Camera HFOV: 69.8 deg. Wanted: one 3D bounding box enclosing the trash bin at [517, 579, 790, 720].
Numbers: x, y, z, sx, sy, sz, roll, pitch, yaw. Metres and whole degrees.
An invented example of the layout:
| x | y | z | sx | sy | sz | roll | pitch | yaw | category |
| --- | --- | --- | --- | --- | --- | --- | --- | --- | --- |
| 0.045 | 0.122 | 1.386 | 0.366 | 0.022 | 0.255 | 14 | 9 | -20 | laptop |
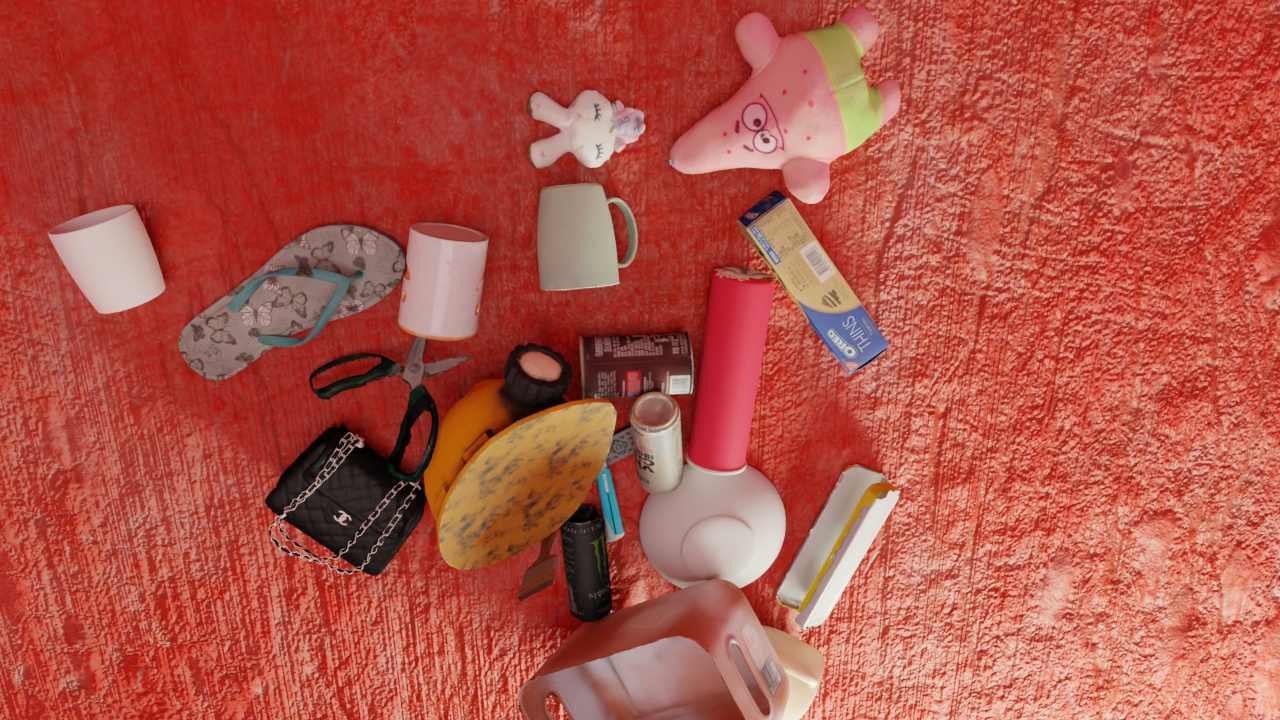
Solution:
| x | y | z | sx | sy | sz | roll | pitch | yaw | category |
| --- | --- | --- | --- | --- | --- | --- | --- | --- | --- |
| 0.021 | 0.378 | 1.047 | 0.260 | 0.157 | 0.181 | -27 | 94 | 26 | trash bin |

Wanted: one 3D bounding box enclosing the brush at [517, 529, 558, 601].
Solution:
| x | y | z | sx | sy | sz | roll | pitch | yaw | category |
| --- | --- | --- | --- | --- | --- | --- | --- | --- | --- |
| -0.106 | 0.214 | 1.031 | 0.045 | 0.142 | 0.008 | -31 | 108 | 16 | brush |

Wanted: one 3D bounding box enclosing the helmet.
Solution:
| x | y | z | sx | sy | sz | roll | pitch | yaw | category |
| --- | --- | --- | --- | --- | --- | --- | --- | --- | --- |
| -0.148 | 0.093 | 0.978 | 0.204 | 0.131 | 0.256 | -12 | 140 | -42 | helmet |

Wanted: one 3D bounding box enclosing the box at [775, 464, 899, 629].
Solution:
| x | y | z | sx | sy | sz | roll | pitch | yaw | category |
| --- | --- | --- | --- | --- | --- | --- | --- | --- | --- |
| 0.241 | 0.229 | 1.112 | 0.067 | 0.070 | 0.210 | 14 | 110 | -30 | box |

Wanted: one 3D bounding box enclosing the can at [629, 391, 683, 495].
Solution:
| x | y | z | sx | sy | sz | roll | pitch | yaw | category |
| --- | --- | --- | --- | --- | --- | --- | --- | --- | --- |
| 0.019 | 0.092 | 1.009 | 0.054 | 0.054 | 0.136 | -7 | 142 | -1 | can |

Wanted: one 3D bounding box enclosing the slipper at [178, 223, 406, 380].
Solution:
| x | y | z | sx | sy | sz | roll | pitch | yaw | category |
| --- | --- | --- | --- | --- | --- | --- | --- | --- | --- |
| -0.375 | -0.062 | 0.962 | 0.269 | 0.054 | 0.098 | -26 | 107 | 7 | slipper |

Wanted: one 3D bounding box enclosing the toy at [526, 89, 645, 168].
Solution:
| x | y | z | sx | sy | sz | roll | pitch | yaw | category |
| --- | --- | --- | --- | --- | --- | --- | --- | --- | --- |
| -0.056 | -0.234 | 0.927 | 0.122 | 0.038 | 0.079 | -6 | 103 | -4 | toy |

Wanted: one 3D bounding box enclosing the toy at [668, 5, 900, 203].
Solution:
| x | y | z | sx | sy | sz | roll | pitch | yaw | category |
| --- | --- | --- | --- | --- | --- | --- | --- | --- | --- |
| 0.136 | -0.246 | 0.908 | 0.237 | 0.096 | 0.192 | -22 | 102 | 13 | toy |

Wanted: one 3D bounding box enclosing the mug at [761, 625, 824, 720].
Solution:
| x | y | z | sx | sy | sz | roll | pitch | yaw | category |
| --- | --- | --- | --- | --- | --- | --- | --- | --- | --- |
| 0.161 | 0.376 | 1.122 | 0.100 | 0.120 | 0.096 | 29 | 68 | -3 | mug |

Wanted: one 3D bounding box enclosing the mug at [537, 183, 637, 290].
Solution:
| x | y | z | sx | sy | sz | roll | pitch | yaw | category |
| --- | --- | --- | --- | --- | --- | --- | --- | --- | --- |
| -0.054 | -0.129 | 0.949 | 0.111 | 0.084 | 0.104 | -9 | 100 | -30 | mug |

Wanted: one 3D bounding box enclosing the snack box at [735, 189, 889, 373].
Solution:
| x | y | z | sx | sy | sz | roll | pitch | yaw | category |
| --- | --- | --- | --- | --- | --- | --- | --- | --- | --- |
| 0.186 | -0.082 | 0.988 | 0.057 | 0.056 | 0.207 | -36 | 108 | 7 | snack box |

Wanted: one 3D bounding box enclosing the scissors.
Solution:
| x | y | z | sx | sy | sz | roll | pitch | yaw | category |
| --- | --- | --- | --- | --- | --- | --- | --- | --- | --- |
| -0.271 | 0.041 | 0.958 | 0.204 | 0.201 | 0.015 | -8 | 144 | 18 | scissors |

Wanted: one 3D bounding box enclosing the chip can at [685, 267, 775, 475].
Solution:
| x | y | z | sx | sy | sz | roll | pitch | yaw | category |
| --- | --- | --- | --- | --- | --- | --- | --- | --- | --- |
| 0.098 | 0.012 | 1.010 | 0.069 | 0.069 | 0.221 | 5 | 109 | -6 | chip can |

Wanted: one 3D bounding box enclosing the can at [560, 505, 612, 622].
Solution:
| x | y | z | sx | sy | sz | roll | pitch | yaw | category |
| --- | --- | --- | --- | --- | --- | --- | --- | --- | --- |
| -0.064 | 0.243 | 1.092 | 0.054 | 0.054 | 0.138 | -5 | 110 | -2 | can |

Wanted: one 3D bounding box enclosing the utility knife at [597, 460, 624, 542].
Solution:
| x | y | z | sx | sy | sz | roll | pitch | yaw | category |
| --- | --- | --- | --- | --- | --- | --- | --- | --- | --- |
| -0.044 | 0.137 | 1.065 | 0.022 | 0.015 | 0.177 | -15 | 117 | -7 | utility knife |

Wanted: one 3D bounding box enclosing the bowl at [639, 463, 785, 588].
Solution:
| x | y | z | sx | sy | sz | roll | pitch | yaw | category |
| --- | --- | --- | --- | --- | --- | --- | --- | --- | --- |
| 0.089 | 0.207 | 1.081 | 0.176 | 0.066 | 0.177 | -1 | 110 | -3 | bowl |

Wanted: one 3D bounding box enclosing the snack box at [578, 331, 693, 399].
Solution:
| x | y | z | sx | sy | sz | roll | pitch | yaw | category |
| --- | --- | --- | --- | --- | --- | --- | --- | --- | --- |
| -0.006 | 0.006 | 1.000 | 0.121 | 0.072 | 0.072 | -3 | 110 | -4 | snack box |

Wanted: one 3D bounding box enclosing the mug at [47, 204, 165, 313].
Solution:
| x | y | z | sx | sy | sz | roll | pitch | yaw | category |
| --- | --- | --- | --- | --- | --- | --- | --- | --- | --- |
| -0.545 | -0.101 | 0.930 | 0.114 | 0.080 | 0.088 | 2 | 120 | 28 | mug |

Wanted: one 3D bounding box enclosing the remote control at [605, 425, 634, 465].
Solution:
| x | y | z | sx | sy | sz | roll | pitch | yaw | category |
| --- | --- | --- | --- | --- | --- | --- | --- | --- | --- |
| -0.029 | 0.100 | 1.062 | 0.136 | 0.013 | 0.033 | -28 | 111 | 7 | remote control |

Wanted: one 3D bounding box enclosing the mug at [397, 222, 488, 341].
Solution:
| x | y | z | sx | sy | sz | roll | pitch | yaw | category |
| --- | --- | --- | --- | --- | --- | --- | --- | --- | --- |
| -0.204 | -0.082 | 0.949 | 0.082 | 0.082 | 0.105 | 9 | 108 | -7 | mug |

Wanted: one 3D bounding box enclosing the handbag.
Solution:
| x | y | z | sx | sy | sz | roll | pitch | yaw | category |
| --- | --- | --- | --- | --- | --- | --- | --- | --- | --- |
| -0.320 | 0.157 | 1.013 | 0.153 | 0.114 | 0.125 | 40 | 100 | -12 | handbag |
